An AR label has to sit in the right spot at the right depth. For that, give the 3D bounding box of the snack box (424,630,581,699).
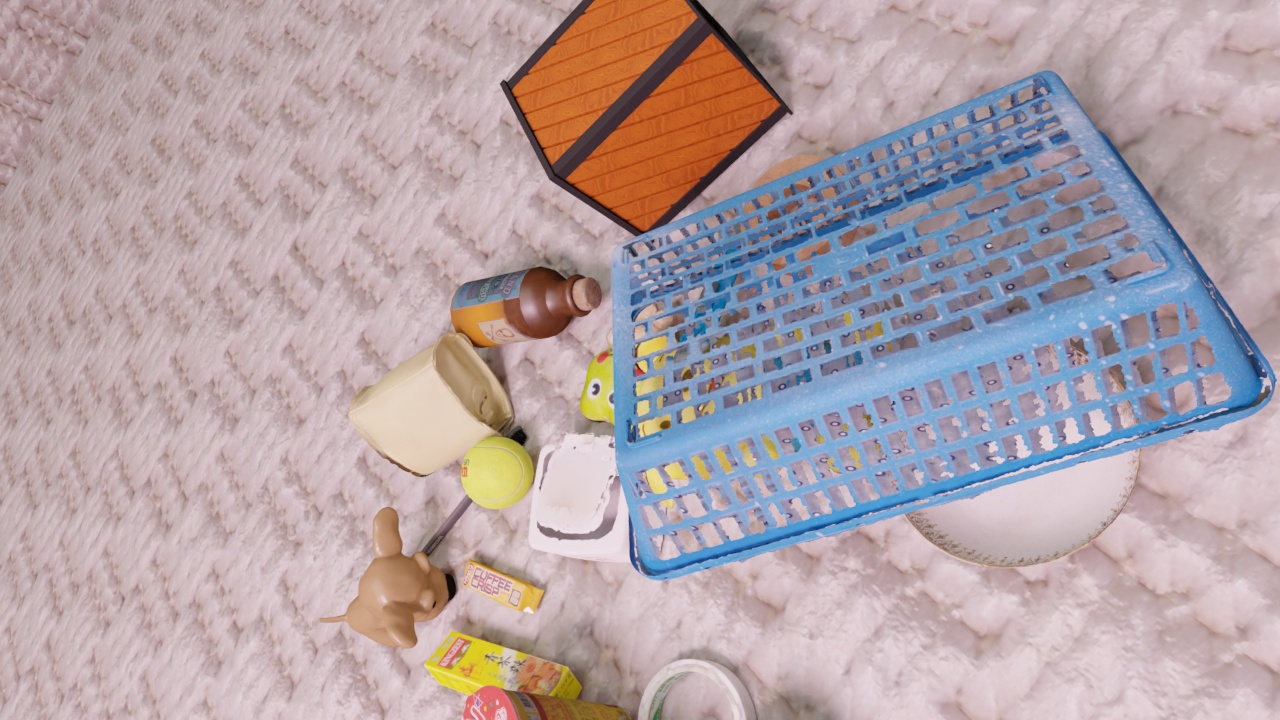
[{"bbox_3d":[-0.118,0.267,0.776,0.148,0.029,0.040,2,40,39],"label":"snack box"}]

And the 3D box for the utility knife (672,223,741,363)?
[{"bbox_3d":[0.060,-0.059,0.732,0.031,0.015,0.174,-8,38,30],"label":"utility knife"}]

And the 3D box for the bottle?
[{"bbox_3d":[-0.104,-0.053,0.870,0.157,0.067,0.067,-7,69,36],"label":"bottle"}]

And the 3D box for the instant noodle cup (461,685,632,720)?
[{"bbox_3d":[-0.063,0.290,0.669,0.101,0.112,0.100,-26,58,49],"label":"instant noodle cup"}]

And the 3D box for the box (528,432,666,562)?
[{"bbox_3d":[-0.045,0.108,0.747,0.107,0.095,0.102,-4,72,35],"label":"box"}]

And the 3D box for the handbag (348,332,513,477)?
[{"bbox_3d":[-0.199,0.048,0.884,0.119,0.111,0.081,-29,20,23],"label":"handbag"}]

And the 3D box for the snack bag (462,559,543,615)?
[{"bbox_3d":[-0.127,0.202,0.824,0.099,0.020,0.026,11,79,40],"label":"snack bag"}]

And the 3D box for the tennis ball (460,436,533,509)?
[{"bbox_3d":[-0.130,0.102,0.833,0.065,0.065,0.065,-15,65,34],"label":"tennis ball"}]

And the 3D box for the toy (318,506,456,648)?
[{"bbox_3d":[-0.230,0.220,0.851,0.108,0.105,0.134,-46,49,37],"label":"toy"}]

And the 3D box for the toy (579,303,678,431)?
[{"bbox_3d":[-0.005,0.005,0.786,0.092,0.043,0.117,22,86,42],"label":"toy"}]

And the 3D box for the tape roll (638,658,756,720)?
[{"bbox_3d":[0.040,0.267,0.669,0.094,0.018,0.093,-15,65,34],"label":"tape roll"}]

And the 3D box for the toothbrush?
[{"bbox_3d":[-0.163,0.129,0.884,0.167,0.012,0.013,-51,58,12],"label":"toothbrush"}]

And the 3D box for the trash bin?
[{"bbox_3d":[0.003,-0.230,0.803,0.172,0.139,0.139,-41,53,19],"label":"trash bin"}]

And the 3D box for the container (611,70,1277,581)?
[{"bbox_3d":[0.137,-0.036,0.566,0.363,0.089,0.256,-20,43,17],"label":"container"}]

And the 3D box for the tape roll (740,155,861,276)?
[{"bbox_3d":[0.128,-0.116,0.736,0.094,0.027,0.093,-15,65,34],"label":"tape roll"}]

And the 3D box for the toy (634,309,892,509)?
[{"bbox_3d":[0.085,0.035,0.676,0.214,0.084,0.148,-10,45,35],"label":"toy"}]

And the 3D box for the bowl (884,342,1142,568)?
[{"bbox_3d":[0.232,0.059,0.566,0.145,0.063,0.145,-14,65,34],"label":"bowl"}]
